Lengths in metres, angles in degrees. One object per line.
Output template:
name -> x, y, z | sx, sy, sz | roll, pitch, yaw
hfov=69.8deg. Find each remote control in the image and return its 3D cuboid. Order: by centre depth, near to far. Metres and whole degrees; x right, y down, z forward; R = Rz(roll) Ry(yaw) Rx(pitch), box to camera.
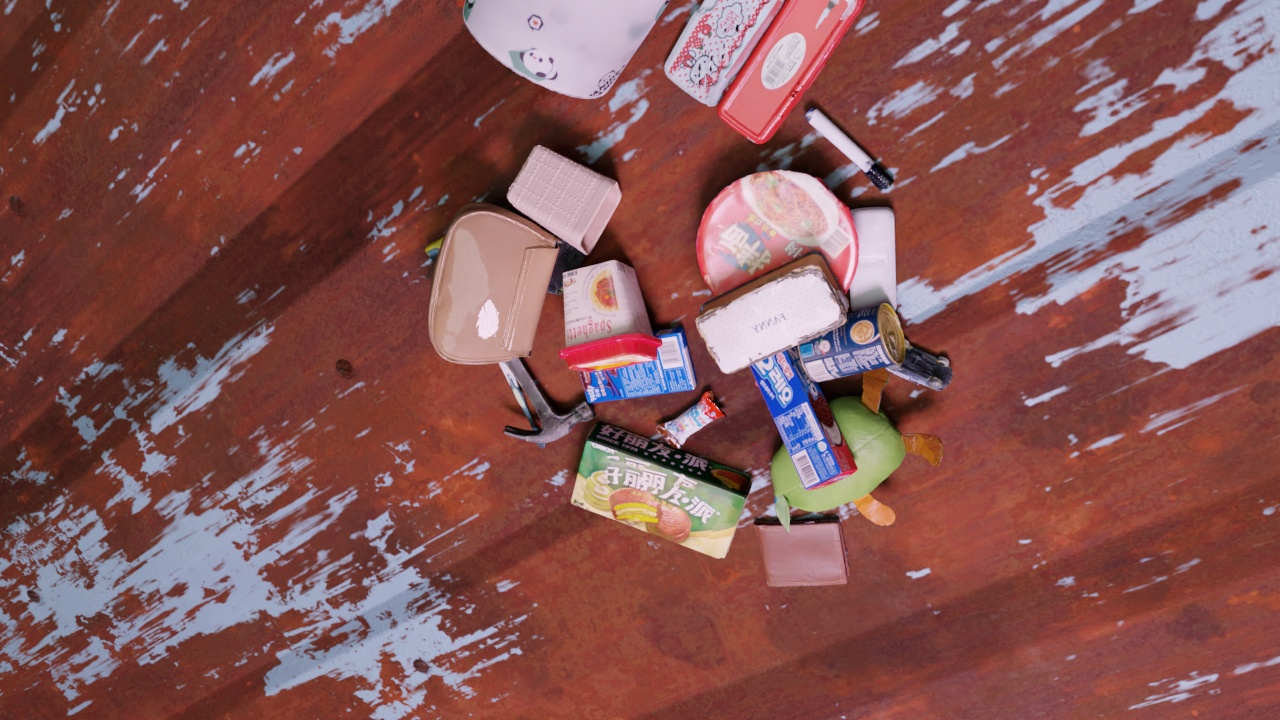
remote control -> 0.280, -0.119, 1.109 | 0.056, 0.020, 0.136 | -1, 116, 18

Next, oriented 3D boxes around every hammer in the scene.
hammer -> -0.199, -0.025, 1.278 | 0.126, 0.032, 0.323 | -31, 101, 8

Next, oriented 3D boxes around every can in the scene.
can -> 0.256, -0.020, 1.122 | 0.111, 0.075, 0.075 | -16, 109, 34

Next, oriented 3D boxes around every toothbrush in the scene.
toothbrush -> -0.177, 0.042, 1.325 | 0.016, 0.018, 0.192 | -17, 106, 20

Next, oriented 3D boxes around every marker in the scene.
marker -> 0.241, -0.245, 1.064 | 0.130, 0.018, 0.023 | 40, 128, -5

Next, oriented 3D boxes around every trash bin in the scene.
trash bin -> -0.053, -0.433, 0.957 | 0.229, 0.228, 0.253 | 35, 125, -2

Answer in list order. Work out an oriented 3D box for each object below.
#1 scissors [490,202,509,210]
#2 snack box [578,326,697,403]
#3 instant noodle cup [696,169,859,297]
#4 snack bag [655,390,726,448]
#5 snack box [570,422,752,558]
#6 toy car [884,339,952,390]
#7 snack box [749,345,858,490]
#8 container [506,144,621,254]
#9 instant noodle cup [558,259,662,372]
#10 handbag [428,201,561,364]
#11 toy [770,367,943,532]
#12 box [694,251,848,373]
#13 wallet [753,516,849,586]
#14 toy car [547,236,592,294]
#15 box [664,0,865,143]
scissors -> -0.208, -0.118, 1.231 | 0.139, 0.019, 0.180 | 35, 101, -6
snack box -> -0.007, 0.007, 1.250 | 0.157, 0.026, 0.084 | -8, 111, 20
instant noodle cup -> 0.168, -0.140, 1.107 | 0.194, 0.065, 0.194 | 7, 117, 14
snack bag -> 0.071, 0.082, 1.263 | 0.106, 0.026, 0.045 | -38, 103, 30
snack box -> 0.028, 0.183, 1.302 | 0.240, 0.063, 0.115 | 20, 117, 8
toy car -> 0.342, 0.008, 1.140 | 0.090, 0.042, 0.034 | 24, 146, 8
snack box -> 0.195, 0.055, 1.141 | 0.057, 0.058, 0.207 | -33, 71, 30
container -> -0.095, -0.201, 1.133 | 0.111, 0.090, 0.090 | 30, 90, 5
instant noodle cup -> -0.043, -0.056, 1.176 | 0.116, 0.116, 0.124 | -12, 81, 20
handbag -> -0.193, -0.097, 1.181 | 0.147, 0.099, 0.205 | 13, 109, -14
toy -> 0.261, 0.119, 1.188 | 0.247, 0.089, 0.227 | -40, 83, 34
box -> 0.149, -0.052, 1.086 | 0.185, 0.059, 0.090 | -22, 106, 26
wallet -> 0.229, 0.270, 1.304 | 0.125, 0.032, 0.101 | -7, 109, 19
toy car -> -0.099, -0.135, 1.208 | 0.049, 0.031, 0.106 | 37, 117, 2
box -> 0.134, -0.364, 1.028 | 0.158, 0.037, 0.201 | 35, 120, -1
